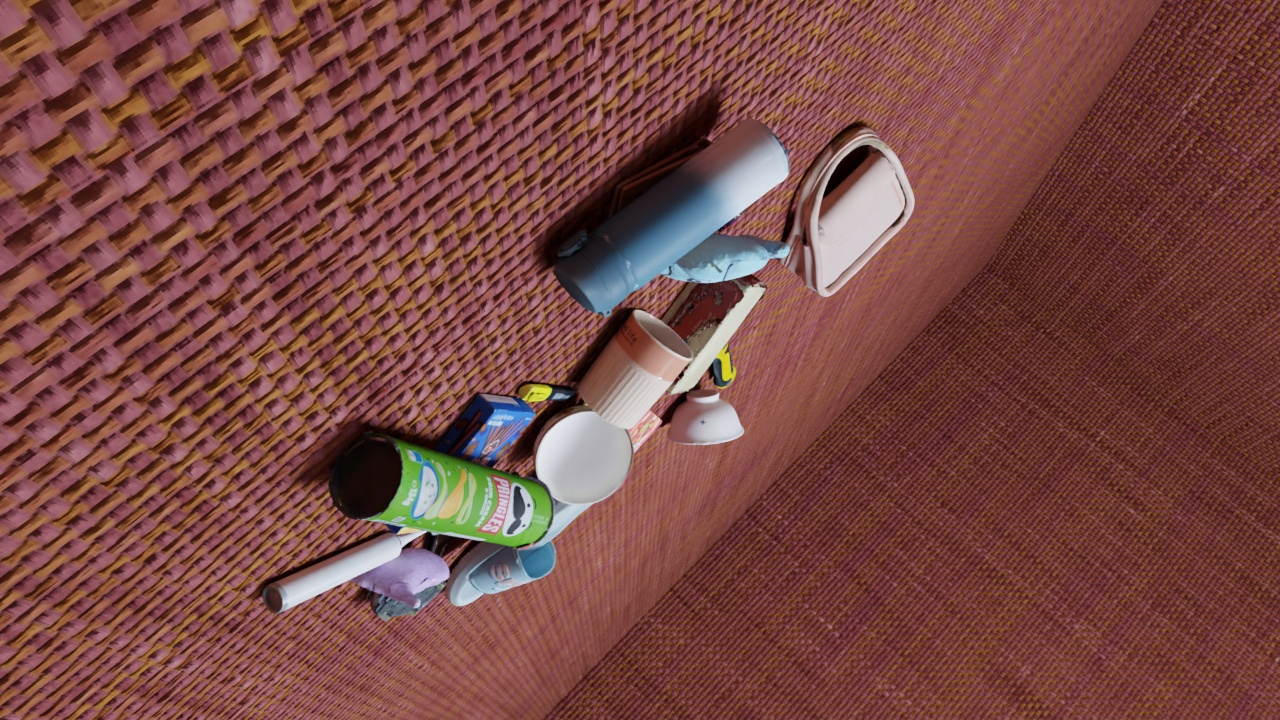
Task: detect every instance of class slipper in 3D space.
[{"bbox_3d":[-0.133,0.231,1.136,0.246,0.074,0.104,-39,163,11],"label":"slipper"}]

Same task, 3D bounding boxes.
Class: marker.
[{"bbox_3d":[-0.094,0.035,0.952,0.018,0.015,0.124,-48,164,10],"label":"marker"}]

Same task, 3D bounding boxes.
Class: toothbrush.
[{"bbox_3d":[-0.256,0.184,0.867,0.220,0.027,0.026,-18,124,-59],"label":"toothbrush"}]

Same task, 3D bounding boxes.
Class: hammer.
[{"bbox_3d":[0.109,-0.017,1.296,0.126,0.032,0.323,-46,163,-7],"label":"hammer"}]

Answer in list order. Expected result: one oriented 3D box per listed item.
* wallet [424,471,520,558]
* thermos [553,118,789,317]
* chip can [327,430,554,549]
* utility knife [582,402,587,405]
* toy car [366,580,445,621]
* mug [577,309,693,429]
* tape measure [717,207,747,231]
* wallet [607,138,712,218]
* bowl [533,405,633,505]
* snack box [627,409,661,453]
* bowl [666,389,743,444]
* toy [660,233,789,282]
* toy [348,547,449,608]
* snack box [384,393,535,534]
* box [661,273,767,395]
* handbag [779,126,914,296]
[{"bbox_3d":[-0.191,0.181,1.033,0.122,0.020,0.097,-31,157,-37],"label":"wallet"},{"bbox_3d":[0.026,-0.121,0.774,0.220,0.070,0.070,-37,160,-15],"label":"thermos"},{"bbox_3d":[-0.163,0.120,0.803,0.072,0.072,0.236,-49,151,5],"label":"chip can"},{"bbox_3d":[-0.067,0.065,1.076,0.173,0.019,0.031,-51,167,14],"label":"utility knife"},{"bbox_3d":[-0.254,0.251,0.998,0.054,0.037,0.120,-45,163,-3],"label":"toy car"},{"bbox_3d":[-0.006,0.006,1.008,0.106,0.081,0.114,-51,-172,16],"label":"mug"},{"bbox_3d":[0.086,-0.160,0.918,0.057,0.039,0.057,-21,148,-56],"label":"tape measure"},{"bbox_3d":[0.013,-0.140,0.827,0.115,0.020,0.101,-34,156,-31],"label":"wallet"},{"bbox_3d":[-0.069,0.100,1.037,0.113,0.113,0.062,-48,-156,1],"label":"bowl"},{"bbox_3d":[-0.035,0.097,1.176,0.113,0.044,0.127,-48,162,-1],"label":"snack box"},{"bbox_3d":[0.096,0.081,1.397,0.118,0.118,0.065,-22,110,-54],"label":"bowl"},{"bbox_3d":[0.083,-0.107,0.943,0.161,0.050,0.156,-6,-170,-8],"label":"toy"},{"bbox_3d":[-0.232,0.214,0.918,0.108,0.084,0.039,-3,112,-73],"label":"toy"},{"bbox_3d":[-0.173,0.101,0.882,0.157,0.026,0.084,-51,161,9],"label":"snack box"},{"bbox_3d":[0.077,-0.038,1.096,0.168,0.079,0.091,-54,162,18],"label":"box"},{"bbox_3d":[0.265,-0.209,1.200,0.193,0.093,0.234,-46,155,-5],"label":"handbag"}]
